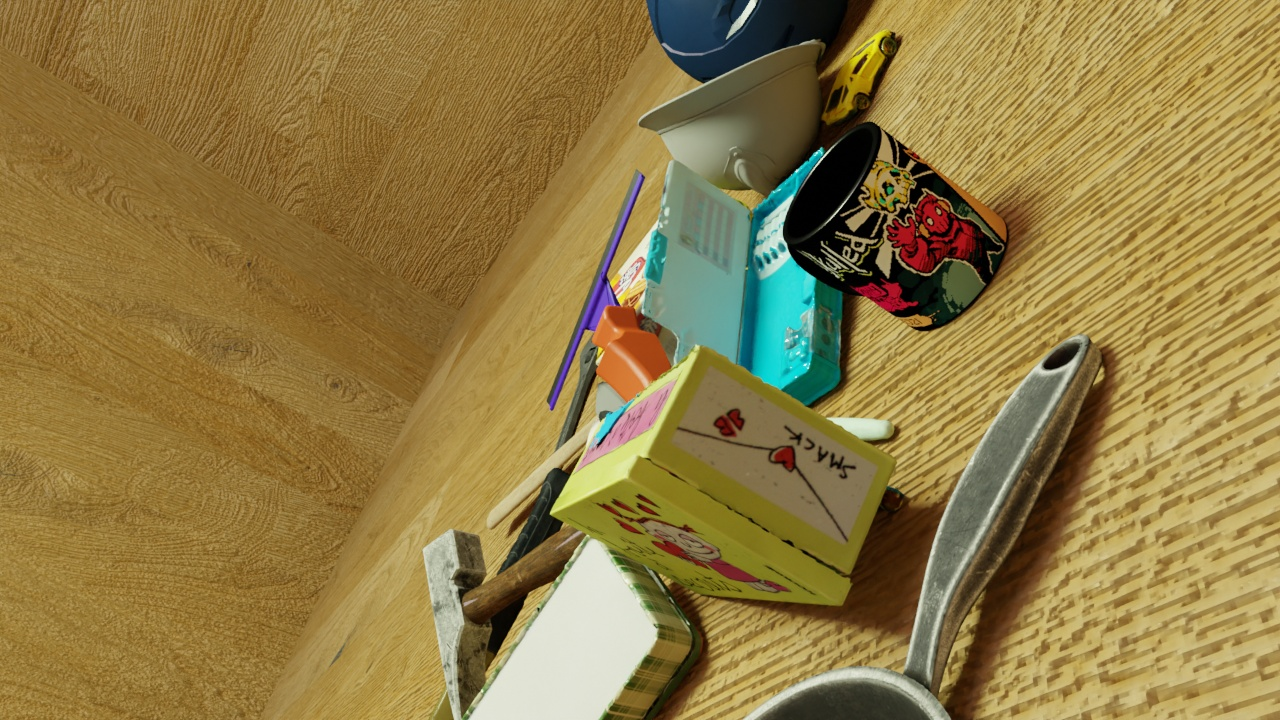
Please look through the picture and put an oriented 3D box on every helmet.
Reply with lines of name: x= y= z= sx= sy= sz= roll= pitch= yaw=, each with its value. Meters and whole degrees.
helmet: x=0.132 y=-0.422 z=1.008 sx=0.273 sy=0.231 sz=0.223 roll=-41 pitch=62 yaw=40
helmet: x=0.110 y=-0.217 z=0.893 sx=0.184 sy=0.118 sz=0.270 roll=-20 pitch=8 yaw=24

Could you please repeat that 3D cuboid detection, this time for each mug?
mug: x=0.139 y=-0.073 z=0.552 sx=0.118 sy=0.098 sz=0.081 roll=-28 pitch=35 yaw=62

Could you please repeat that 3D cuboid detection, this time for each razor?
razor: x=0.109 y=0.066 z=0.539 sx=0.042 sy=0.022 sz=0.144 roll=-25 pitch=14 yaw=-14
razor: x=-0.009 y=0.062 z=0.794 sx=0.156 sy=0.060 sz=0.057 roll=-111 pitch=13 yaw=-60

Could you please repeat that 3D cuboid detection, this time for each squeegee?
squeegee: x=-0.004 y=0.004 z=0.735 sx=0.250 sy=0.055 sz=0.184 roll=-66 pitch=33 yaw=34

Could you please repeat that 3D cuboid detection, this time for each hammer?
hammer: x=-0.133 y=0.238 z=0.833 sx=0.025 sy=0.118 sz=0.332 roll=-46 pitch=14 yaw=52
hammer: x=-0.045 y=0.180 z=0.714 sx=0.301 sy=0.037 sz=0.217 roll=-36 pitch=54 yaw=23
hammer: x=-0.091 y=0.106 z=1.031 sx=0.332 sy=0.030 sz=0.119 roll=-41 pitch=24 yaw=37

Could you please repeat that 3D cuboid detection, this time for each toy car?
toy car: x=0.200 y=-0.261 z=0.843 sx=0.106 sy=0.030 sz=0.049 roll=-62 pitch=15 yaw=-14

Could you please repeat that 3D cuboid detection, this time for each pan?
pan: x=0.103 y=0.137 z=0.369 sx=0.356 sy=0.055 sz=0.187 roll=-50 pitch=10 yaw=-14

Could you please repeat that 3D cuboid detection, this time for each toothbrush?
toothbrush: x=0.094 y=0.042 z=0.574 sx=0.155 sy=0.022 sz=0.015 roll=-3 pitch=80 yaw=53

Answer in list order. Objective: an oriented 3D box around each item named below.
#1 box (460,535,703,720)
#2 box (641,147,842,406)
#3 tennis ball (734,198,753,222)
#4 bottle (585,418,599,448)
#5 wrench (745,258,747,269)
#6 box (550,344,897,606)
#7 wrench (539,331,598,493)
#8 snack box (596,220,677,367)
box: x=-0.049 y=0.229 z=0.620 sx=0.206 sy=0.049 sz=0.117 roll=-58 pitch=38 yaw=9
box: x=0.075 y=-0.074 z=0.675 sx=0.098 sy=0.121 sz=0.226 roll=-43 pitch=28 yaw=46
tennis ball: x=0.081 y=-0.124 z=0.888 sx=0.065 sy=0.065 sz=0.065 roll=-52 pitch=17 yaw=23
bottle: x=-0.029 y=0.108 z=0.824 sx=0.051 sy=0.051 sz=0.146 roll=-50 pitch=18 yaw=30
wrench: x=0.101 y=-0.085 z=0.839 sx=0.274 sy=0.018 sz=0.083 roll=-45 pitch=21 yaw=40
box: x=0.031 y=0.076 z=0.519 sx=0.080 sy=0.124 sz=0.221 roll=-62 pitch=8 yaw=-21
wrench: x=-0.081 y=0.057 z=1.146 sx=0.073 sy=0.018 sz=0.272 roll=-40 pitch=26 yaw=48
snack box: x=0.017 y=-0.062 z=0.909 sx=0.110 sy=0.061 sz=0.229 roll=-52 pitch=13 yaw=19
